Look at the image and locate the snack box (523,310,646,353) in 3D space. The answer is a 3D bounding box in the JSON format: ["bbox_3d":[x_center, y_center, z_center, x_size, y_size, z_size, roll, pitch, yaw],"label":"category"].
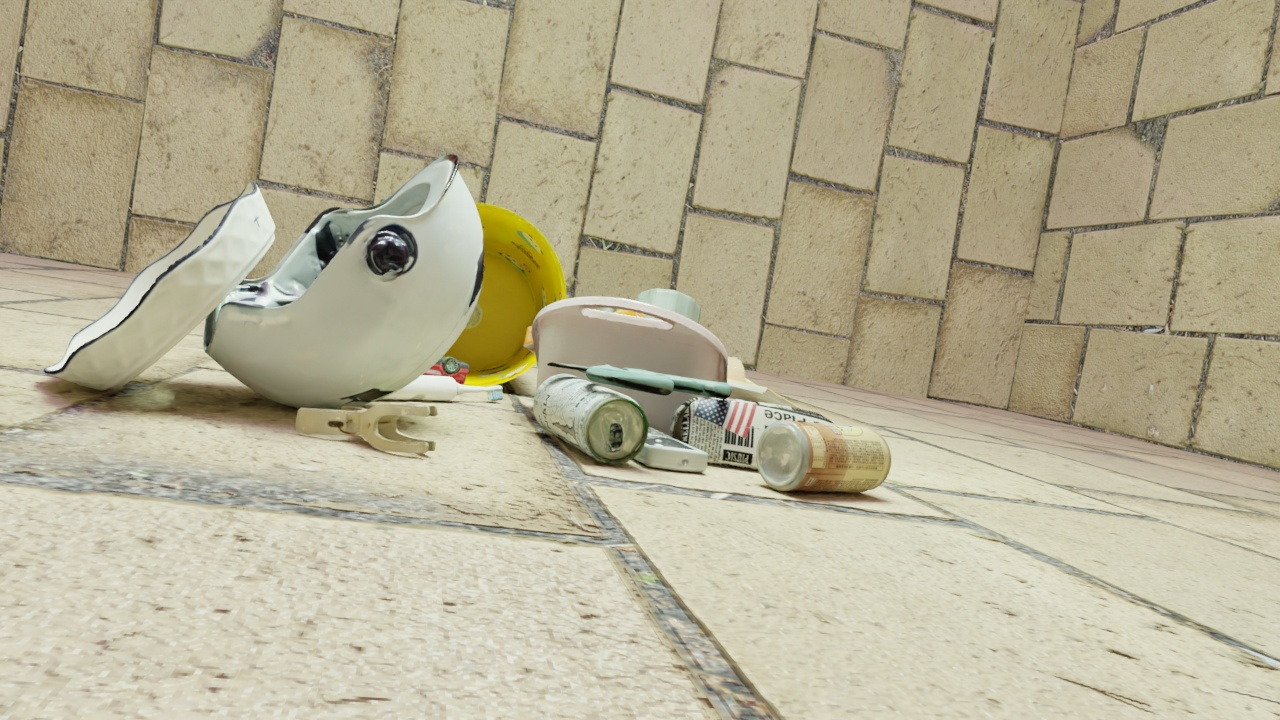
[{"bbox_3d":[-0.047,-0.019,0.998,0.154,0.026,0.075,-8,-30,36],"label":"snack box"}]

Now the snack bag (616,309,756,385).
[{"bbox_3d":[0.069,0.009,1.282,0.246,0.068,0.158,33,4,-22],"label":"snack bag"}]

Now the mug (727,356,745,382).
[{"bbox_3d":[0.060,0.039,1.156,0.103,0.084,0.125,8,-28,-18],"label":"mug"}]

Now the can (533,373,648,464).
[{"bbox_3d":[-0.046,0.048,0.800,0.058,0.058,0.147,8,3,-24],"label":"can"}]

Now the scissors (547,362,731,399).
[{"bbox_3d":[0.010,0.018,0.823,0.181,0.019,0.170,7,0,-30],"label":"scissors"}]

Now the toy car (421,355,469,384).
[{"bbox_3d":[-0.254,0.009,1.032,0.120,0.045,0.053,14,-2,-30],"label":"toy car"}]

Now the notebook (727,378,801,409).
[{"bbox_3d":[0.169,0.065,1.056,0.206,0.010,0.146,29,-8,-31],"label":"notebook"}]

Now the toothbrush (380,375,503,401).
[{"bbox_3d":[-0.219,0.029,0.948,0.027,0.026,0.220,-14,-11,33],"label":"toothbrush"}]

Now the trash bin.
[{"bbox_3d":[-0.227,-0.079,1.252,0.229,0.229,0.255,9,-2,-9],"label":"trash bin"}]

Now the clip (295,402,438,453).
[{"bbox_3d":[-0.190,0.046,0.666,0.099,0.034,0.066,2,1,23],"label":"clip"}]

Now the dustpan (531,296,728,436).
[{"bbox_3d":[-0.006,0.006,0.992,0.222,0.139,0.273,9,3,3],"label":"dustpan"}]

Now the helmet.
[{"bbox_3d":[-0.231,-0.051,0.783,0.258,0.146,0.229,-39,25,-21],"label":"helmet"}]

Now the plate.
[{"bbox_3d":[-0.363,-0.054,0.711,0.045,0.204,0.205,49,-17,-27],"label":"plate"}]

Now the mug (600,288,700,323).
[{"bbox_3d":[0.004,-0.022,1.062,0.124,0.103,0.084,7,-24,13],"label":"mug"}]

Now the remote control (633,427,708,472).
[{"bbox_3d":[0.006,0.075,0.831,0.058,0.021,0.150,8,2,-23],"label":"remote control"}]

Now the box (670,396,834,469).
[{"bbox_3d":[0.113,0.076,0.863,0.163,0.076,0.087,11,24,-12],"label":"box"}]

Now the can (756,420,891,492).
[{"bbox_3d":[0.157,0.083,0.783,0.116,0.058,0.059,8,4,-38],"label":"can"}]
